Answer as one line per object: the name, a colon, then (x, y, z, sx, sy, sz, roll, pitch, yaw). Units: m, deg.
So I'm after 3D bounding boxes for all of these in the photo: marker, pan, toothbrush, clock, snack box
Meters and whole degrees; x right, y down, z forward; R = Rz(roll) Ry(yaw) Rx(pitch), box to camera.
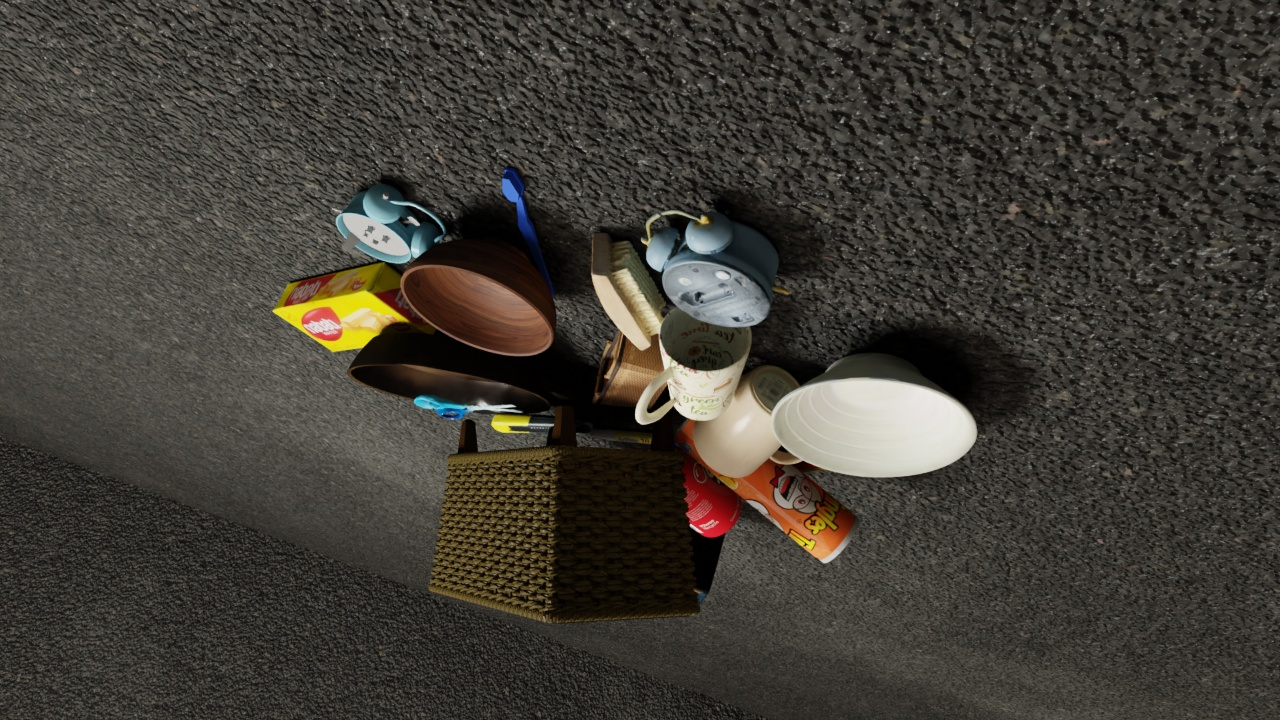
marker: (-0.007, 0.096, 1.146, 0.132, 0.014, 0.014, 2, 149, 33)
pan: (-0.148, 0.022, 1.032, 0.356, 0.043, 0.249, 6, 166, 8)
toothbrush: (-0.097, -0.106, 0.821, 0.016, 0.011, 0.187, 13, 153, 13)
clock: (-0.228, -0.123, 0.845, 0.123, 0.041, 0.087, 0, 148, 37)
clock: (0.056, -0.077, 0.727, 0.124, 0.051, 0.089, 36, 151, -28)
snack box: (-0.321, -0.057, 1.034, 0.201, 0.042, 0.092, -5, 146, 40)

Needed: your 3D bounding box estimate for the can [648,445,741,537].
can: (0.064, 0.165, 1.163, 0.075, 0.074, 0.142, -8, 143, 43)

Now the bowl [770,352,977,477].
bowl: (0.209, 0.040, 0.827, 0.177, 0.057, 0.177, 8, 148, 5)

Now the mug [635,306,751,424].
mug: (0.043, 0.017, 0.830, 0.081, 0.121, 0.097, 40, 154, 25)

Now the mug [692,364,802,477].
mug: (0.124, 0.063, 0.910, 0.111, 0.085, 0.105, 28, 139, -7)

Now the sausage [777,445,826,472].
sausage: (0.179, 0.105, 1.008, 0.040, 0.040, 0.156, 33, 151, -25)

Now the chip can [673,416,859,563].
chip can: (0.132, 0.126, 0.984, 0.210, 0.062, 0.062, 39, 153, 2)

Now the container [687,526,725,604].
container: (0.017, 0.230, 1.241, 0.187, 0.145, 0.071, 20, 151, -1)

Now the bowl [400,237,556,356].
bowl: (-0.140, -0.071, 0.853, 0.147, 0.068, 0.147, 15, 154, 7)

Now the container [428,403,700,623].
container: (-0.093, 0.165, 1.020, 0.176, 0.205, 0.322, 7, 170, -32)

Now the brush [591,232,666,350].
brush: (-0.010, -0.061, 0.808, 0.039, 0.049, 0.117, -13, 144, 19)

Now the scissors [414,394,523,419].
scissors: (-0.195, 0.058, 1.091, 0.135, 0.015, 0.086, 2, 162, 6)

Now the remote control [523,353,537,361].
remote control: (-0.147, -0.042, 0.978, 0.058, 0.013, 0.134, 15, 153, 10)

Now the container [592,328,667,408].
container: (-0.005, 0.005, 0.923, 0.061, 0.063, 0.114, 15, 155, -7)

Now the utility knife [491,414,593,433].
utility knife: (-0.127, 0.085, 1.204, 0.171, 0.020, 0.029, -2, 148, 35)
